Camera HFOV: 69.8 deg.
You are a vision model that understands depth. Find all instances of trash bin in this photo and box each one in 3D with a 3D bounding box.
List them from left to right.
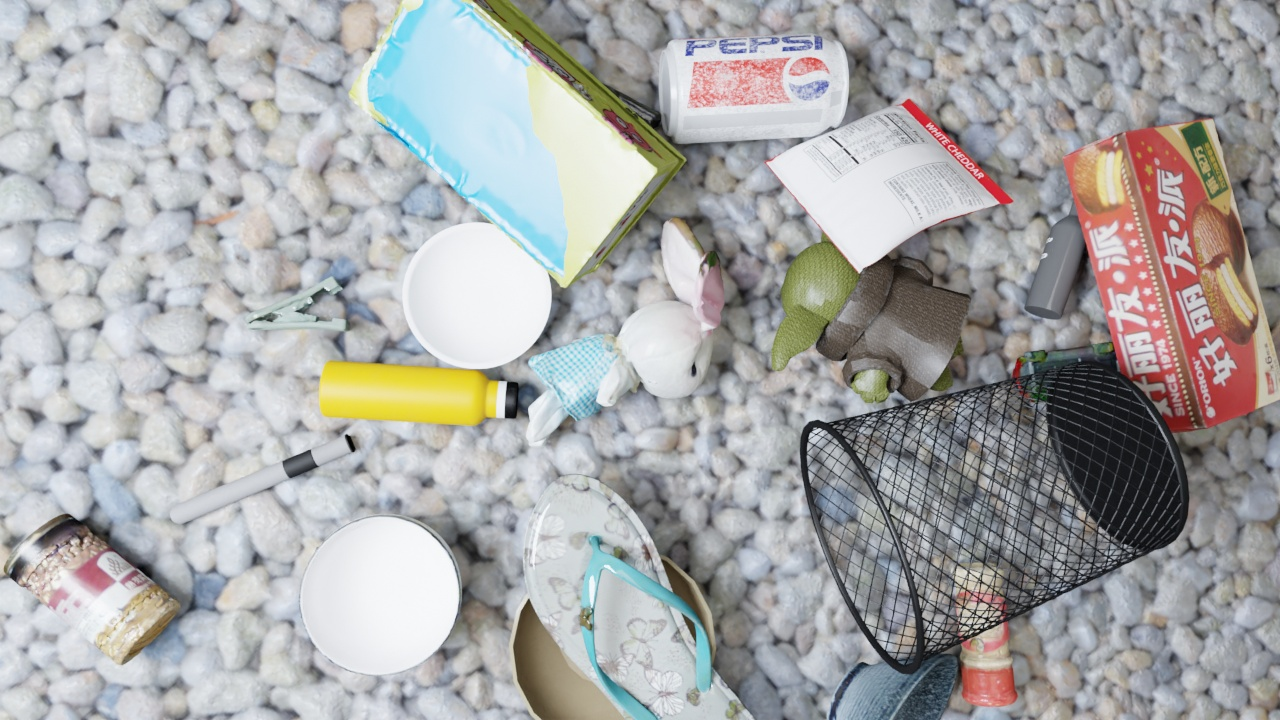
[{"bbox_3d":[0.250,0.100,0.662,0.210,0.184,0.184,-18,89,-7],"label":"trash bin"}]

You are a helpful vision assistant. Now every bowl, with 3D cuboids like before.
[{"bbox_3d":[-0.187,0.168,0.678,0.113,0.063,0.113,0,87,-6],"label":"bowl"},{"bbox_3d":[-0.124,-0.048,0.707,0.110,0.040,0.110,0,87,-5],"label":"bowl"},{"bbox_3d":[-0.022,0.212,0.697,0.152,0.050,0.152,0,87,-5],"label":"bowl"},{"bbox_3d":[0.181,0.269,0.701,0.057,0.137,0.137,28,83,37],"label":"bowl"}]

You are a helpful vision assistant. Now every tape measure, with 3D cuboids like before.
[{"bbox_3d":[-0.025,-0.179,0.725,0.065,0.037,0.064,26,84,-1],"label":"tape measure"}]

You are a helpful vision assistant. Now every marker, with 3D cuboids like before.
[{"bbox_3d":[-0.287,0.090,0.697,0.140,0.016,0.016,-23,89,-6],"label":"marker"}]

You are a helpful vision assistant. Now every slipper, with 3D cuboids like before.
[{"bbox_3d":[0.000,0.206,0.648,0.098,0.055,0.269,-31,92,-4],"label":"slipper"}]

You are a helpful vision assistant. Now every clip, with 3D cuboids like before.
[{"bbox_3d":[-0.264,-0.036,0.703,0.076,0.023,0.059,-14,87,-8],"label":"clip"}]

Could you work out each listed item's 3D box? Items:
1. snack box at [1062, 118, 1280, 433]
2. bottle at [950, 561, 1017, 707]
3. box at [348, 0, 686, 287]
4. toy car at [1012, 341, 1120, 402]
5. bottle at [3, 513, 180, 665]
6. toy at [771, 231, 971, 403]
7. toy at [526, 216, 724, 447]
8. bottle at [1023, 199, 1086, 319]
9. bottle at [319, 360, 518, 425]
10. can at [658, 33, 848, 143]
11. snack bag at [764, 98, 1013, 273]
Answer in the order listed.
[{"bbox_3d":[0.428,-0.068,0.735,0.113,0.060,0.236,-13,87,-26],"label":"snack box"},{"bbox_3d":[0.272,0.216,0.729,0.044,0.044,0.109,-4,86,-6],"label":"bottle"},{"bbox_3d":[-0.091,-0.173,0.674,0.221,0.080,0.125,41,115,3],"label":"box"},{"bbox_3d":[0.350,0.009,0.750,0.091,0.036,0.042,-8,88,-7],"label":"toy car"},{"bbox_3d":[-0.394,0.165,0.663,0.105,0.056,0.056,40,84,-2],"label":"bottle"},{"bbox_3d":[0.182,-0.034,0.715,0.153,0.078,0.178,28,61,1],"label":"toy"},{"bbox_3d":[-0.004,0.004,0.694,0.205,0.131,0.105,-43,112,6],"label":"toy"},{"bbox_3d":[0.351,-0.092,0.759,0.030,0.030,0.113,21,85,-4],"label":"bottle"},{"bbox_3d":[-0.166,0.026,0.698,0.143,0.043,0.043,4,86,-5],"label":"bottle"},{"bbox_3d":[0.086,-0.212,0.717,0.136,0.078,0.078,-5,87,-6],"label":"can"},{"bbox_3d":[0.193,-0.143,0.718,0.144,0.039,0.130,-25,61,-13],"label":"snack bag"}]
